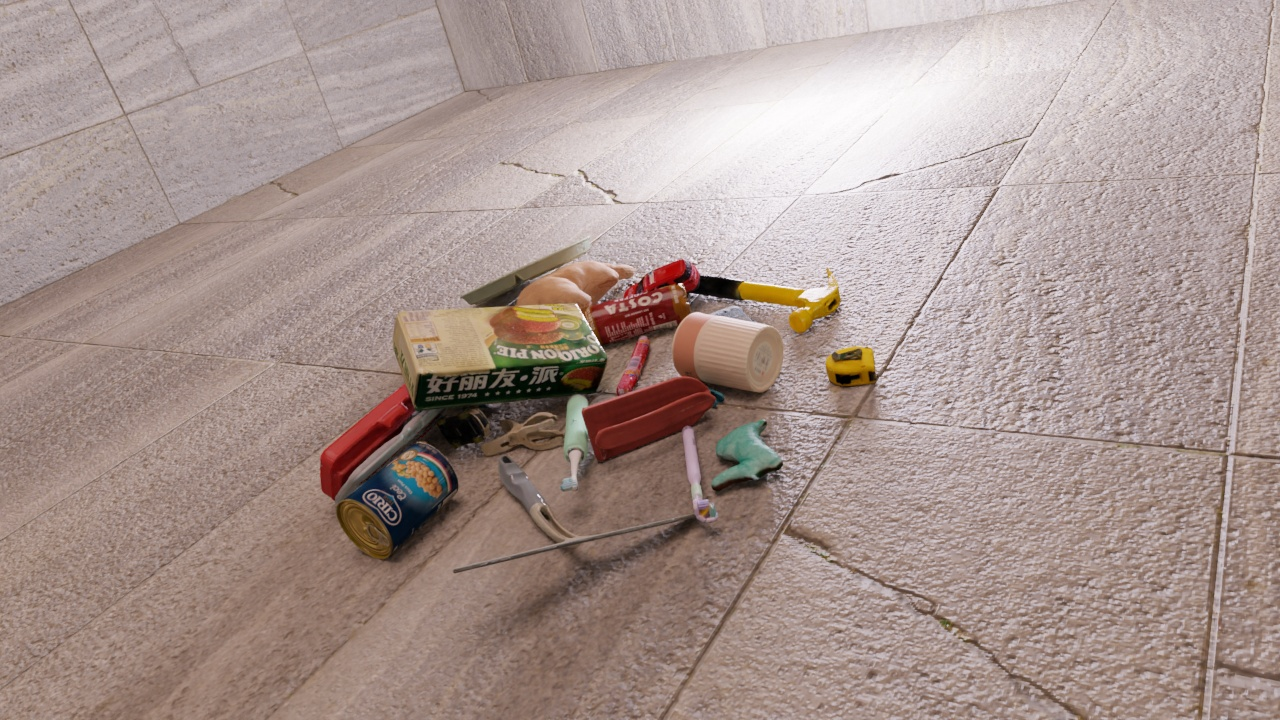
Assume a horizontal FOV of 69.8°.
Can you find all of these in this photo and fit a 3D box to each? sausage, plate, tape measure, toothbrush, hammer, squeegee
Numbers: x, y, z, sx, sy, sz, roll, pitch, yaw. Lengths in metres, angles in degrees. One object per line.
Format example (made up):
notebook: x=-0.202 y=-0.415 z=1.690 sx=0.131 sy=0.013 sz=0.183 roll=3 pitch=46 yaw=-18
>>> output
sausage: x=-0.007 y=0.007 z=1.177 sx=0.020 sy=0.020 sz=0.155 roll=-7 pitch=28 yaw=17
plate: x=-0.181 y=-0.142 z=1.476 sx=0.230 sy=0.027 sz=0.230 roll=-24 pitch=8 yaw=3
tape measure: x=0.239 y=0.004 z=1.040 sx=0.057 sy=0.029 sz=0.059 roll=-8 pitch=27 yaw=16
toothbrush: x=-0.072 y=0.090 z=1.016 sx=0.027 sy=0.026 sz=0.224 roll=-10 pitch=20 yaw=1
hammer: x=0.145 y=-0.098 z=1.284 sx=0.301 sy=0.033 sz=0.128 roll=12 pitch=37 yaw=43
squeegee: x=-0.100 y=0.150 z=0.929 sx=0.246 sy=0.039 sz=0.247 roll=-9 pitch=17 yaw=-26
toothbrush: x=0.055 y=0.108 z=0.930 sx=0.021 sy=0.029 sz=0.189 roll=-50 pitch=15 yaw=15

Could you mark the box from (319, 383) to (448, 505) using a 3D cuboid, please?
box: x=-0.291 y=0.097 z=1.097 sx=0.068 sy=0.091 sz=0.200 roll=26 pitch=40 yaw=13

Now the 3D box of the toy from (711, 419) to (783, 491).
toy: x=0.105 y=0.097 z=0.931 sx=0.096 sy=0.030 sz=0.092 roll=-28 pitch=26 yaw=-11

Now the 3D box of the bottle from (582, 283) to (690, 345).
bottle: x=-0.019 y=-0.059 z=1.268 sx=0.175 sy=0.057 sz=0.057 roll=-14 pitch=27 yaw=3

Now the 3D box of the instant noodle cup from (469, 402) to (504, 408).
instant noodle cup: x=-0.229 y=0.018 z=1.201 sx=0.110 sy=0.099 sz=0.099 roll=9 pitch=35 yaw=28

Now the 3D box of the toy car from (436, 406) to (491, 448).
toy car: x=-0.210 y=0.077 z=1.100 sx=0.091 sy=0.042 sz=0.035 roll=-14 pitch=22 yaw=50

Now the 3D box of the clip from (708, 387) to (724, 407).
clip: x=0.074 y=0.041 z=1.074 sx=0.041 sy=0.014 sz=0.056 roll=-31 pitch=29 yaw=-27

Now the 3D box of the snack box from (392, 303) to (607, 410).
snack box: x=-0.171 y=-0.009 z=1.120 sx=0.239 sy=0.063 sz=0.114 roll=-5 pitch=44 yaw=-29

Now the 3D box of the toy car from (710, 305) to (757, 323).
toy car: x=0.124 y=-0.044 z=1.193 sx=0.049 sy=0.031 sz=0.105 roll=-22 pitch=28 yaw=-9

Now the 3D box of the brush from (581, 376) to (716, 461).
brush: x=0.012 y=0.060 z=1.016 sx=0.145 sy=0.063 sz=0.069 roll=-19 pitch=15 yaw=-11

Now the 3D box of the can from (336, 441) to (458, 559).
can: x=-0.256 y=0.147 z=0.977 sx=0.075 sy=0.075 sz=0.110 roll=4 pitch=32 yaw=34

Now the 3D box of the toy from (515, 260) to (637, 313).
toy: x=-0.096 y=-0.107 z=1.390 sx=0.144 sy=0.082 sz=0.225 roll=2 pitch=27 yaw=30

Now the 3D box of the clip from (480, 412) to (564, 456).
clip: x=-0.134 y=0.085 z=1.085 sx=0.098 sy=0.034 sz=0.063 roll=-11 pitch=27 yaw=29

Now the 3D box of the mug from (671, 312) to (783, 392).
mug: x=0.113 y=-0.013 z=1.090 sx=0.106 sy=0.082 sz=0.114 roll=13 pitch=21 yaw=40

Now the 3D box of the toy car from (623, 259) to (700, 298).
toy car: x=0.027 y=-0.105 z=1.315 sx=0.121 sy=0.045 sz=0.052 roll=-26 pitch=40 yaw=21
